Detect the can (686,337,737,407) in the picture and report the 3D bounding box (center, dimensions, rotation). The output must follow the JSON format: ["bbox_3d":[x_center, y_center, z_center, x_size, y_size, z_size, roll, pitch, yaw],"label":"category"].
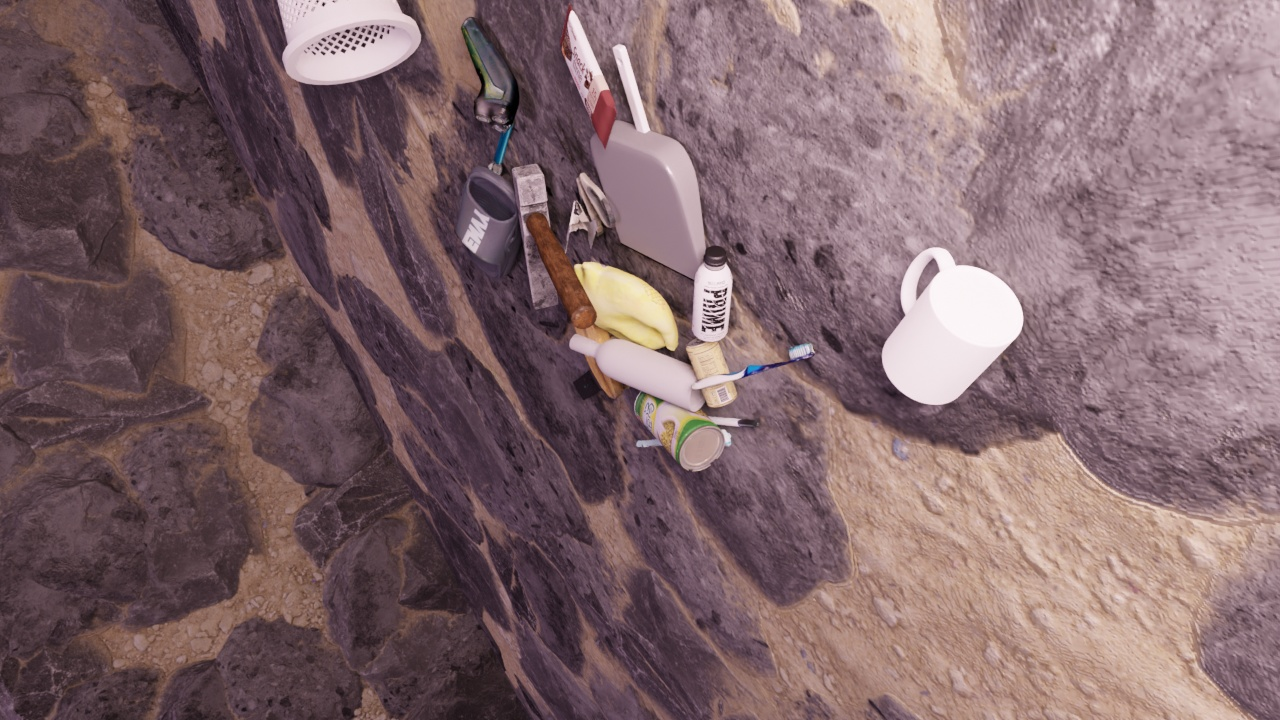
[{"bbox_3d":[0.084,0.012,1.079,0.038,0.038,0.079,7,123,59],"label":"can"}]

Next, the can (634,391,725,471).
[{"bbox_3d":[0.047,0.080,1.159,0.121,0.067,0.067,45,152,49],"label":"can"}]

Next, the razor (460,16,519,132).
[{"bbox_3d":[-0.197,-0.364,1.164,0.151,0.067,0.054,66,166,6],"label":"razor"}]

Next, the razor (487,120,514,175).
[{"bbox_3d":[-0.197,-0.294,1.285,0.042,0.022,0.144,40,148,0],"label":"razor"}]

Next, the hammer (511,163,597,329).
[{"bbox_3d":[-0.105,-0.096,1.179,0.300,0.037,0.218,-119,20,-52],"label":"hammer"}]

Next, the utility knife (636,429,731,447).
[{"bbox_3d":[0.054,0.109,1.215,0.179,0.015,0.022,-13,97,50],"label":"utility knife"}]

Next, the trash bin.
[{"bbox_3d":[-0.441,-0.531,1.309,0.196,0.195,0.199,-20,90,64],"label":"trash bin"}]

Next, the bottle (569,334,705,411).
[{"bbox_3d":[-0.007,0.007,1.159,0.195,0.052,0.052,21,137,29],"label":"bottle"}]

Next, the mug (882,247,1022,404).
[{"bbox_3d":[0.239,-0.034,0.731,0.091,0.073,0.110,109,152,-57],"label":"mug"}]

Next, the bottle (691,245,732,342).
[{"bbox_3d":[0.078,-0.074,0.997,0.041,0.041,0.116,42,149,33],"label":"bottle"}]

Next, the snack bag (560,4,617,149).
[{"bbox_3d":[-0.058,-0.306,0.986,0.057,0.013,0.157,120,134,-57],"label":"snack bag"}]

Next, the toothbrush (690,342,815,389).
[{"bbox_3d":[0.117,0.009,1.000,0.190,0.016,0.017,-20,90,50],"label":"toothbrush"}]

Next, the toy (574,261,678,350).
[{"bbox_3d":[-0.021,-0.068,1.154,0.155,0.064,0.171,47,161,-16],"label":"toy"}]

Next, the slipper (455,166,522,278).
[{"bbox_3d":[-0.239,-0.190,1.373,0.110,0.083,0.269,41,155,5],"label":"slipper"}]

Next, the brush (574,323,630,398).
[{"bbox_3d":[-0.056,-0.036,1.272,0.059,0.043,0.195,15,129,54],"label":"brush"}]

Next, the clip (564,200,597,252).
[{"bbox_3d":[-0.080,-0.169,1.167,0.052,0.057,0.102,39,168,-1],"label":"clip"}]

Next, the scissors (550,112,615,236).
[{"bbox_3d":[-0.069,-0.218,1.124,0.166,0.012,0.158,52,162,41],"label":"scissors"}]

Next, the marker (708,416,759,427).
[{"bbox_3d":[0.101,0.076,1.147,0.152,0.011,0.011,-2,115,61],"label":"marker"}]

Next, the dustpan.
[{"bbox_3d":[0.002,-0.216,1.003,0.163,0.033,0.258,33,152,45],"label":"dustpan"}]

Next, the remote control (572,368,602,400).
[{"bbox_3d":[-0.069,0.030,1.398,0.034,0.013,0.150,59,154,1],"label":"remote control"}]
